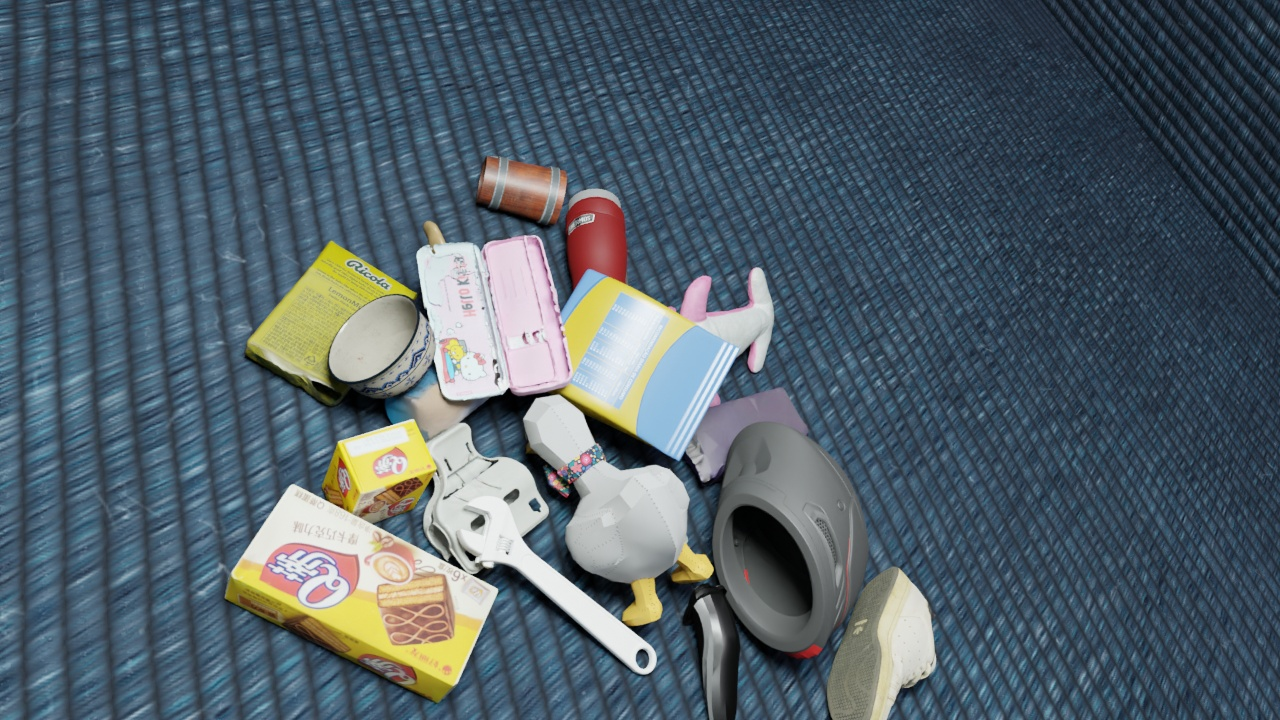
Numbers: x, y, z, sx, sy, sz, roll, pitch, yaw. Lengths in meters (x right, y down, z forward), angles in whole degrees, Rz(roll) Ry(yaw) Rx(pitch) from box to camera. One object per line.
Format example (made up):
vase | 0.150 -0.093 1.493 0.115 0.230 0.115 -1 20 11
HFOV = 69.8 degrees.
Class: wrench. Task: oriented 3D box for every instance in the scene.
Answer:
wrench | -0.084 0.243 0.968 0.273 0.018 0.066 43 53 -12

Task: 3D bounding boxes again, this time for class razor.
razor | 0.084 0.328 1.010 0.057 0.060 0.156 24 45 -48

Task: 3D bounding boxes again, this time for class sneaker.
sneaker | 0.298 0.361 1.091 0.102 0.089 0.240 42 42 -6

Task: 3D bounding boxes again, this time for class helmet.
helmet | 0.182 0.199 1.086 0.169 0.165 0.264 -12 77 -49

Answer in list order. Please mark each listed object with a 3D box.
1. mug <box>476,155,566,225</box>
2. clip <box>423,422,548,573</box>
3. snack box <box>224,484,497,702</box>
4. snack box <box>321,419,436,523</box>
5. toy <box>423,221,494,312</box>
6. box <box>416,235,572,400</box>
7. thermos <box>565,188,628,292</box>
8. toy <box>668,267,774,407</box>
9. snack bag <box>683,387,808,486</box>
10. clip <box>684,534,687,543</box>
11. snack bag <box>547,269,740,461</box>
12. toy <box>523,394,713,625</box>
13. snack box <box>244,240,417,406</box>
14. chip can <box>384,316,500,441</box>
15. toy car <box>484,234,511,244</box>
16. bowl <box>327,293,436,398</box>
mug | -0.170 -0.250 1.297 0.111 0.082 0.117 11 34 -17
clip | -0.188 0.143 0.997 0.151 0.092 0.125 51 47 3
snack box | -0.266 0.226 0.886 0.230 0.062 0.109 29 47 -7
snack box | -0.268 0.119 0.935 0.083 0.106 0.061 -17 68 -36
toy | -0.219 -0.096 1.134 0.108 0.106 0.134 9 57 -42
box | -0.167 -0.050 1.054 0.154 0.045 0.201 -10 66 -11
thermos | -0.052 -0.133 1.270 0.108 0.084 0.198 36 40 -45
toy | 0.072 -0.034 1.253 0.264 0.187 0.128 -20 27 -37
snack bag | 0.132 0.095 1.210 0.204 0.059 0.096 -14 65 -37
clip | 0.024 0.198 1.092 0.023 0.035 0.074 -28 67 -38
snack bag | -0.007 0.006 1.097 0.205 0.102 0.159 27 81 16
toy | -0.030 0.151 0.998 0.140 0.247 0.267 -34 95 -21
snack box | -0.353 -0.041 1.053 0.121 0.045 0.180 31 50 -8
chip can | -0.194 0.009 1.082 0.080 0.080 0.228 42 47 5
toy car | -0.166 -0.123 1.224 0.046 0.034 0.112 -20 67 -38
bowl | -0.270 -0.008 0.988 0.059 0.116 0.115 53 28 -47
